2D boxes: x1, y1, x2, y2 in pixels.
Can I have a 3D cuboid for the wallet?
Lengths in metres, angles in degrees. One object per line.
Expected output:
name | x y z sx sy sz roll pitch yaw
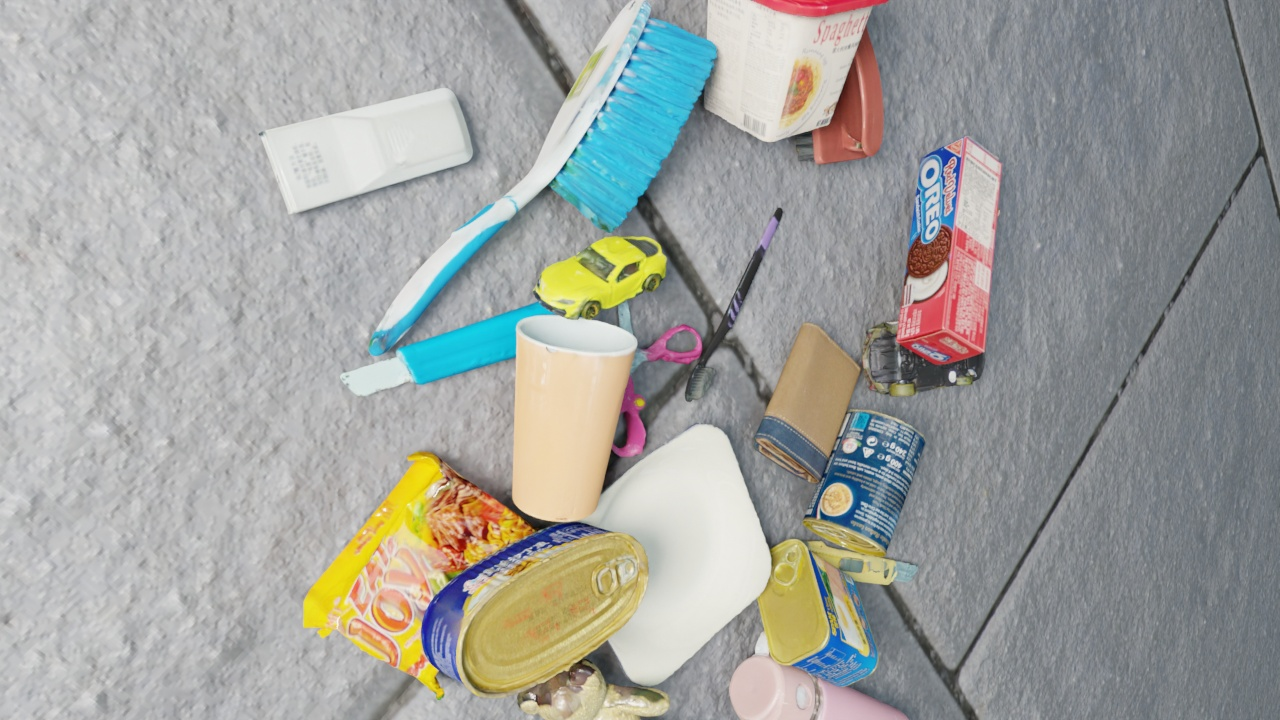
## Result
wallet | 0.144 0.037 0.788 0.090 0.033 0.115 36 71 -36

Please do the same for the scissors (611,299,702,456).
scissors | -0.004 0.004 0.685 0.133 0.017 0.133 -8 95 -33

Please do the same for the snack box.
snack box | 0.285 -0.102 0.839 0.058 0.057 0.207 25 66 -25

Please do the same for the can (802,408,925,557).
can | 0.197 0.106 0.805 0.075 0.075 0.111 35 72 -34

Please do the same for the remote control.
remote control | -0.160 -0.128 0.550 0.124 0.024 0.049 -26 108 -32

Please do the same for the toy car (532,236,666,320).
toy car | -0.026 -0.061 0.632 0.105 0.048 0.032 -29 143 -37

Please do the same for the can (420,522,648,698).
can | -0.063 0.153 0.578 0.147 0.049 0.075 -22 108 -39

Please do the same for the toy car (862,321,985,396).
toy car | 0.272 -0.005 0.873 0.157 0.042 0.070 -4 93 -32

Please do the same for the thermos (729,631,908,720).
thermos | 0.160 0.301 0.803 0.198 0.067 0.087 34 52 -32

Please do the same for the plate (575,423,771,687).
plate | 0.020 0.145 0.700 0.163 0.034 0.164 -33 112 -31

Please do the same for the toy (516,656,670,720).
toy | -0.019 0.265 0.669 0.105 0.066 0.157 -32 125 15

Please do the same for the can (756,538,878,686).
can | 0.146 0.212 0.763 0.083 0.057 0.102 35 31 -36

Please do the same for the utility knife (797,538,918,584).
utility knife | 0.202 0.190 0.857 0.183 0.019 0.031 18 89 -41

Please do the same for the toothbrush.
toothbrush | 0.080 -0.048 0.743 0.014 0.017 0.188 41 68 -38

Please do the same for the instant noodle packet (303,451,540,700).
instant noodle packet | -0.133 0.135 0.578 0.111 0.044 0.128 43 69 -27

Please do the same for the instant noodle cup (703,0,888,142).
instant noodle cup | 0.104 -0.239 0.677 0.116 0.116 0.124 -24 139 -34

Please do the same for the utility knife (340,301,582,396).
utility knife | -0.108 -0.010 0.601 0.181 0.018 0.034 -20 107 -34

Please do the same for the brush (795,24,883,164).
brush | 0.163 -0.238 0.757 0.063 0.069 0.146 -16 103 -36

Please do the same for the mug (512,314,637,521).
mug | -0.049 0.039 0.606 0.078 0.078 0.123 -6 113 -37

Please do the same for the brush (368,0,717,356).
brush | -0.058 -0.115 0.614 0.109 0.061 0.314 34 76 -28
